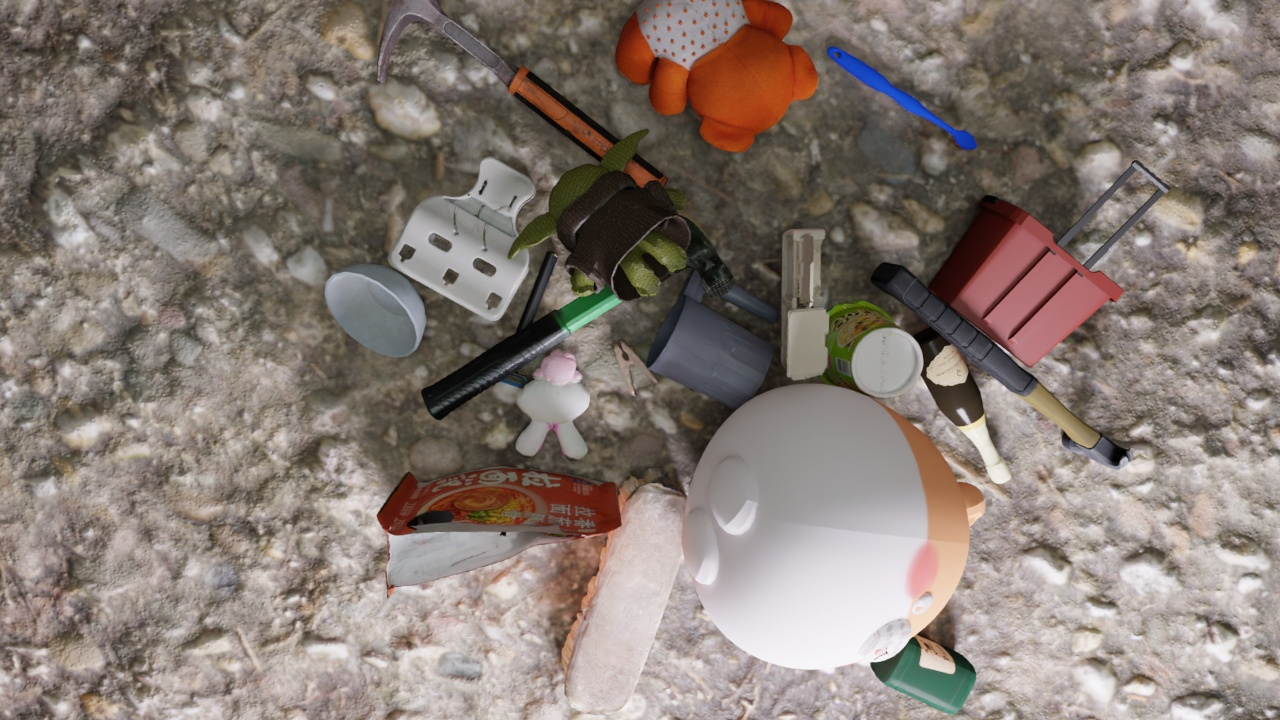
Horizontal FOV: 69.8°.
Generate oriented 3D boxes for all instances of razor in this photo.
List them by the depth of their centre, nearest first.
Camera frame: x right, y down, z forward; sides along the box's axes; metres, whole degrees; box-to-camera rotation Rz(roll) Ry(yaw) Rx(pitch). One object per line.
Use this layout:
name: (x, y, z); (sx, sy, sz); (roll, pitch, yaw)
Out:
razor: (-0.115, -0.044, 0.943); (0.042, 0.022, 0.144); (21, 92, -16)

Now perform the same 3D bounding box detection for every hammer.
hammer: (-0.074, -0.039, 0.900); (0.319, 0.032, 0.130); (-32, 61, 1)
hammer: (-0.111, -0.251, 0.901); (0.314, 0.035, 0.138); (36, 96, -9)
hammer: (0.363, 0.010, 0.911); (0.333, 0.118, 0.025); (36, 93, -15)

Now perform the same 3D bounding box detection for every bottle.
bottle: (0.343, 0.051, 0.972); (0.045, 0.045, 0.184); (-31, 100, 2)
bottle: (0.293, 0.330, 1.008); (0.131, 0.061, 0.061); (26, 94, -7)

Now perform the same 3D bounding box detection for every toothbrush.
toothbrush: (0.265, -0.266, 0.932); (0.182, 0.018, 0.016); (32, 96, -5)

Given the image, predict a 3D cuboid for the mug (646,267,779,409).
mug: (0.078, -0.024, 0.935); (0.104, 0.084, 0.123); (27, 70, -8)

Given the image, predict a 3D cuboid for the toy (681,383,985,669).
toy: (0.182, 0.161, 0.873); (0.280, 0.265, 0.263); (10, 127, -23)

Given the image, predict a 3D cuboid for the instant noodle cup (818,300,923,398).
instant noodle cup: (0.231, -0.005, 0.925); (0.099, 0.108, 0.099); (-1, 100, -4)

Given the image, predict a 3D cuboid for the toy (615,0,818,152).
toy: (0.078, -0.292, 0.883); (0.164, 0.093, 0.172); (-39, 87, 1)

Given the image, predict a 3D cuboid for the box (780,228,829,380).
box: (0.152, -0.055, 0.875); (0.050, 0.183, 0.143); (-1, 95, 3)

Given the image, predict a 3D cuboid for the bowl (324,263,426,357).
bowl: (-0.254, -0.055, 0.905); (0.106, 0.039, 0.106); (17, 138, 16)

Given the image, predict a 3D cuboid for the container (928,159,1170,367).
container: (0.403, -0.109, 0.908); (0.148, 0.127, 0.201); (36, 106, -8)

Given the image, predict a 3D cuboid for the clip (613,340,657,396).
clip: (-0.002, 0.004, 0.955); (0.041, 0.024, 0.061); (-19, 96, 0)

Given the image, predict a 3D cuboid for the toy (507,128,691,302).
toy: (-0.024, -0.123, 0.859); (0.179, 0.078, 0.153); (-43, 60, -3)

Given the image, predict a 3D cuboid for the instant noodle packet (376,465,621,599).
instant noodle packet: (-0.130, 0.157, 0.902); (0.221, 0.164, 0.084); (-5, 98, -2)

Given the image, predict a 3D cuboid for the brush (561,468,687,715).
brush: (-0.016, 0.248, 0.978); (0.083, 0.056, 0.271); (16, 99, -10)

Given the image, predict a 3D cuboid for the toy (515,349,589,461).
toy: (-0.089, 0.047, 0.949); (0.079, 0.038, 0.123); (5, 109, -9)

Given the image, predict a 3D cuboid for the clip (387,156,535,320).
clip: (-0.163, -0.128, 0.917); (0.126, 0.096, 0.152); (29, 76, -9)
